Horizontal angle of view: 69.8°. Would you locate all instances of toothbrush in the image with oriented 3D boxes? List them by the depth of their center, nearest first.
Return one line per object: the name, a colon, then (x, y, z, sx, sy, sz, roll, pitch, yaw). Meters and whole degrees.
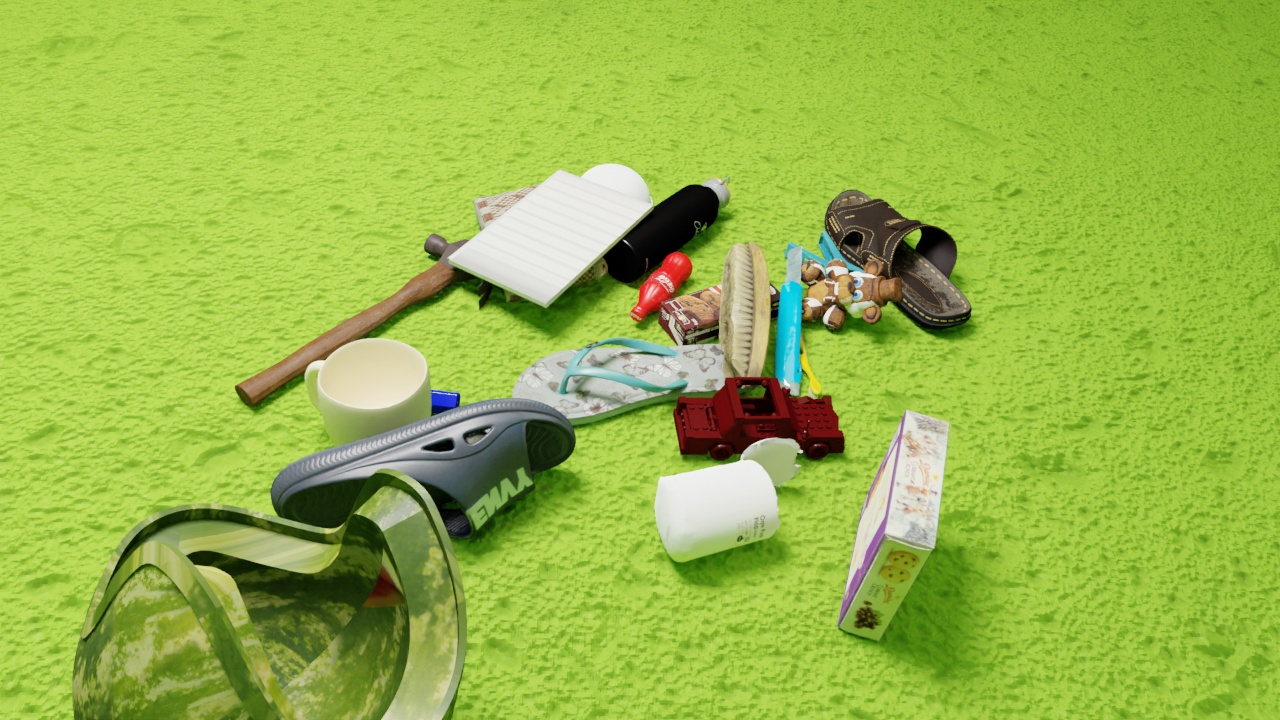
toothbrush: (0.182, -0.005, 1.040, 0.021, 0.016, 0.135, -2, 42, -9)

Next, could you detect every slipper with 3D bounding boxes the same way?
slipper: (-0.177, 0.107, 0.796, 0.267, 0.111, 0.083, -13, 51, -17)
slipper: (-0.006, 0.006, 0.970, 0.268, 0.055, 0.098, -8, 44, -19)
slipper: (0.326, -0.143, 1.161, 0.112, 0.076, 0.267, -11, 47, -21)

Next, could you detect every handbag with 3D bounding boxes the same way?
handbag: (-0.123, -0.145, 1.111, 0.124, 0.047, 0.185, -15, 48, -12)

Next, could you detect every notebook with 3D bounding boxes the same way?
notebook: (-0.102, -0.148, 1.069, 0.143, 0.009, 0.209, 25, 51, 24)

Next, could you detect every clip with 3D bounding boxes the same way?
clip: (0.256, -0.118, 1.161, 0.113, 0.028, 0.127, -14, 49, -16)

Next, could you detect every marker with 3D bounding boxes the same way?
marker: (-0.248, 0.035, 0.914, 0.133, 0.027, 0.023, 7, 75, -2)

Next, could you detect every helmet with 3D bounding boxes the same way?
helmet: (-0.240, 0.201, 0.594, 0.212, 0.248, 0.243, -18, 89, -53)

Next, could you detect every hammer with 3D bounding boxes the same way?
hammer: (-0.287, -0.046, 0.991, 0.115, 0.033, 0.321, 31, 48, 23)

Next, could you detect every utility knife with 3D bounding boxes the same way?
utility knife: (0.173, -0.050, 1.048, 0.031, 0.015, 0.205, 4, 62, 9)

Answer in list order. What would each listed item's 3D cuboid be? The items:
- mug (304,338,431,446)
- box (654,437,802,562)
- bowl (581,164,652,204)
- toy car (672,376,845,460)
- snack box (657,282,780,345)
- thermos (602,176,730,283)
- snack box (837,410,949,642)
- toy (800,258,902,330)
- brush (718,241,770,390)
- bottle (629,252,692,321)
mug: (-0.254, 0.044, 0.852, 0.120, 0.100, 0.096, 15, 42, 9)
box: (0.091, 0.124, 0.843, 0.165, 0.083, 0.092, -9, 37, -20)
bowl: (-0.036, -0.230, 1.215, 0.110, 0.041, 0.109, 5, 44, -5)
toy car: (0.123, 0.058, 0.928, 0.169, 0.062, 0.070, 0, 45, -9)
snack box: (0.095, -0.059, 1.066, 0.140, 0.032, 0.051, -18, 50, -26)
thermos: (0.045, -0.176, 1.158, 0.061, 0.061, 0.230, 32, 48, 22)
snack box: (0.219, 0.143, 0.797, 0.040, 0.144, 0.147, 18, 44, 9)
toy: (0.245, -0.079, 1.077, 0.113, 0.067, 0.087, -3, 75, 36)
brush: (0.113, -0.052, 1.003, 0.043, 0.059, 0.195, 11, 56, -9)
bottle: (0.022, -0.084, 1.077, 0.036, 0.036, 0.118, 24, 46, 15)
